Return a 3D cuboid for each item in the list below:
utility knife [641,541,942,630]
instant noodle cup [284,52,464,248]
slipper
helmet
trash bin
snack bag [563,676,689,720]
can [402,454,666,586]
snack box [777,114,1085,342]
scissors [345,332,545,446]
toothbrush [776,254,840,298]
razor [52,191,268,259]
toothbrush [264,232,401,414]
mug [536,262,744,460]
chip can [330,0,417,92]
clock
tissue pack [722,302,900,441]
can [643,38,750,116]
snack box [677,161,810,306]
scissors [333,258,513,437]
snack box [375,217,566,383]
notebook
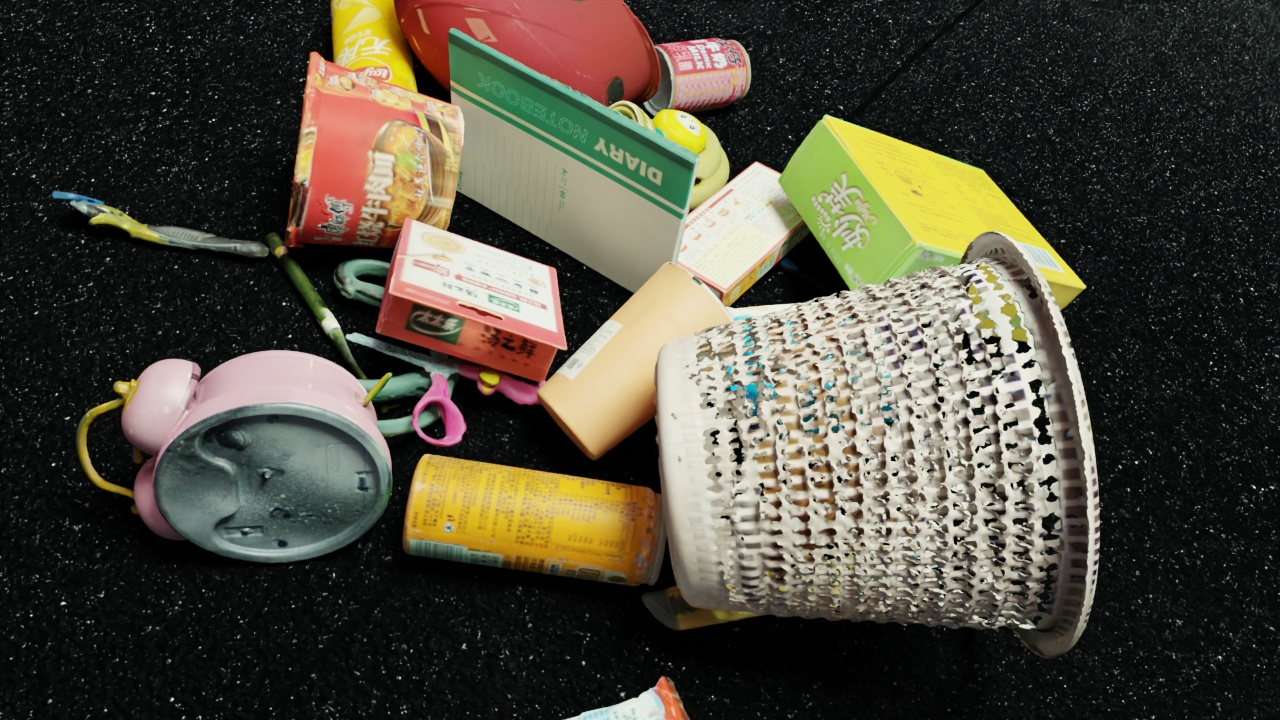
[{"bbox_3d":[0.104,0.137,0.568,0.212,0.022,0.031,-3,53,-23],"label":"utility knife"},{"bbox_3d":[-0.193,-0.143,0.667,0.108,0.138,0.137,7,46,-22],"label":"instant noodle cup"},{"bbox_3d":[-0.006,-0.170,0.772,0.190,0.082,0.091,-16,56,-23],"label":"slipper"},{"bbox_3d":[-0.111,-0.278,0.776,0.143,0.207,0.240,-45,101,-16],"label":"helmet"},{"bbox_3d":[0.111,0.053,0.507,0.192,0.228,0.227,-6,48,5],"label":"trash bin"},{"bbox_3d":[-0.018,0.195,0.471,0.104,0.026,0.048,-13,47,-24],"label":"snack bag"},{"bbox_3d":[-0.060,0.093,0.532,0.146,0.058,0.058,10,47,-6],"label":"can"},{"bbox_3d":[0.233,-0.102,0.737,0.209,0.070,0.157,6,45,-34],"label":"snack box"},{"bbox_3d":[-0.125,0.010,0.587,0.133,0.017,0.135,19,37,-10],"label":"scissors"},{"bbox_3d":[0.112,-0.091,0.777,0.014,0.016,0.189,-27,57,-26],"label":"toothbrush"},{"bbox_3d":[-0.338,-0.091,0.656,0.142,0.022,0.042,14,3,-6],"label":"razor"},{"bbox_3d":[-0.216,-0.030,0.637,0.017,0.012,0.186,-20,56,-36],"label":"toothbrush"},{"bbox_3d":[-0.004,0.003,0.595,0.122,0.078,0.078,-40,65,-11],"label":"mug"},{"bbox_3d":[-0.230,-0.253,0.794,0.072,0.072,0.213,-3,49,-17],"label":"chip can"},{"bbox_3d":[-0.215,0.050,0.495,0.158,0.117,0.059,-1,39,-18],"label":"clock"},{"bbox_3d":[0.118,0.004,0.654,0.140,0.063,0.090,-5,50,-18],"label":"tissue pack"},{"bbox_3d":[0.053,-0.276,0.890,0.093,0.067,0.066,-16,54,-26],"label":"can"},{"bbox_3d":[0.082,-0.106,0.759,0.077,0.027,0.155,33,54,22],"label":"snack box"},{"bbox_3d":[-0.164,-0.015,0.622,0.169,0.019,0.179,-19,54,-40],"label":"scissors"},{"bbox_3d":[-0.111,-0.036,0.604,0.113,0.044,0.127,18,25,-18],"label":"snack box"},{"bbox_3d":[-0.057,-0.139,0.681,0.209,0.151,0.012,31,55,14],"label":"notebook"}]
